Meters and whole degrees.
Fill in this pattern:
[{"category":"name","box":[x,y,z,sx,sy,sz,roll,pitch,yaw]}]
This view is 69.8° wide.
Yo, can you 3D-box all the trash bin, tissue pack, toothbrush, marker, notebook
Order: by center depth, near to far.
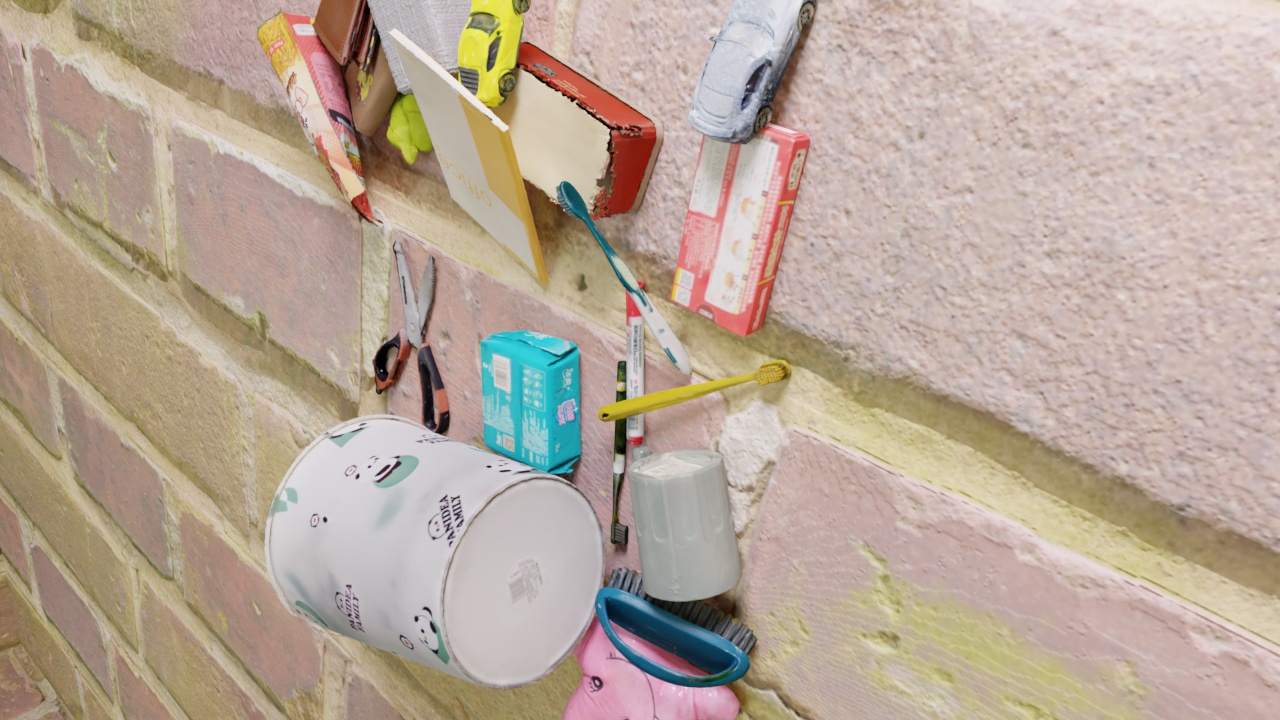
[{"category":"toothbrush","box":[-0.011,-0.060,0.720,0.018,0.016,0.191,0,131,52]},{"category":"toothbrush","box":[0.037,0.028,0.744,0.191,0.016,0.015,-16,97,38]},{"category":"notebook","box":[-0.139,-0.164,0.776,0.146,0.010,0.206,44,162,22]},{"category":"marker","box":[-0.005,0.005,0.787,0.017,0.017,0.145,16,115,37]},{"category":"toothbrush","box":[-0.016,0.087,0.831,0.017,0.012,0.186,16,116,31]},{"category":"trash bin","box":[-0.183,0.177,0.858,0.252,0.228,0.230,5,108,42]},{"category":"tissue pack","box":[-0.102,0.040,0.864,0.093,0.050,0.134,19,117,34]}]

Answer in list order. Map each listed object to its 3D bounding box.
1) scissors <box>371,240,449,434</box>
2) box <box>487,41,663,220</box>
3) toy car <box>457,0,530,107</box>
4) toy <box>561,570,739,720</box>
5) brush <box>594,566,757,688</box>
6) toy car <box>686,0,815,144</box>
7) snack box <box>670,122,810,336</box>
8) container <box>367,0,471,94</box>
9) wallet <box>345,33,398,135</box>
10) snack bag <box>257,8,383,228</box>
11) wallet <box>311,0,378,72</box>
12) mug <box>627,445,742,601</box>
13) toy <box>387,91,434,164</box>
[{"category":"scissors","box":[-0.247,-0.016,0.999,0.227,0.015,0.189,-40,77,43]},{"category":"box","box":[-0.074,-0.185,0.738,0.168,0.078,0.091,39,126,26]},{"category":"toy car","box":[-0.117,-0.248,0.703,0.048,0.032,0.105,21,102,36]},{"category":"toy","box":[-0.005,0.311,0.851,0.179,0.074,0.194,-40,74,22]},{"category":"brush","box":[0.025,0.235,0.783,0.144,0.073,0.055,22,141,13]},{"category":"toy car","box":[0.073,-0.205,0.614,0.054,0.036,0.121,33,106,32]},{"category":"snack box","box":[0.070,-0.100,0.676,0.075,0.025,0.153,29,123,31]},{"category":"container","box":[-0.171,-0.294,0.781,0.090,0.090,0.114,-3,106,43]},{"category":"wallet","box":[-0.249,-0.285,0.879,0.116,0.033,0.090,-42,55,44]},{"category":"snack bag","box":[-0.316,-0.242,0.933,0.129,0.073,0.208,135,113,-79]},{"category":"wallet","box":[-0.270,-0.340,0.860,0.124,0.032,0.101,51,124,44]},{"category":"mug","box":[0.027,0.130,0.770,0.124,0.083,0.103,-164,63,-65]},{"category":"toy","box":[-0.209,-0.233,0.875,0.100,0.031,0.097,24,116,41]}]
